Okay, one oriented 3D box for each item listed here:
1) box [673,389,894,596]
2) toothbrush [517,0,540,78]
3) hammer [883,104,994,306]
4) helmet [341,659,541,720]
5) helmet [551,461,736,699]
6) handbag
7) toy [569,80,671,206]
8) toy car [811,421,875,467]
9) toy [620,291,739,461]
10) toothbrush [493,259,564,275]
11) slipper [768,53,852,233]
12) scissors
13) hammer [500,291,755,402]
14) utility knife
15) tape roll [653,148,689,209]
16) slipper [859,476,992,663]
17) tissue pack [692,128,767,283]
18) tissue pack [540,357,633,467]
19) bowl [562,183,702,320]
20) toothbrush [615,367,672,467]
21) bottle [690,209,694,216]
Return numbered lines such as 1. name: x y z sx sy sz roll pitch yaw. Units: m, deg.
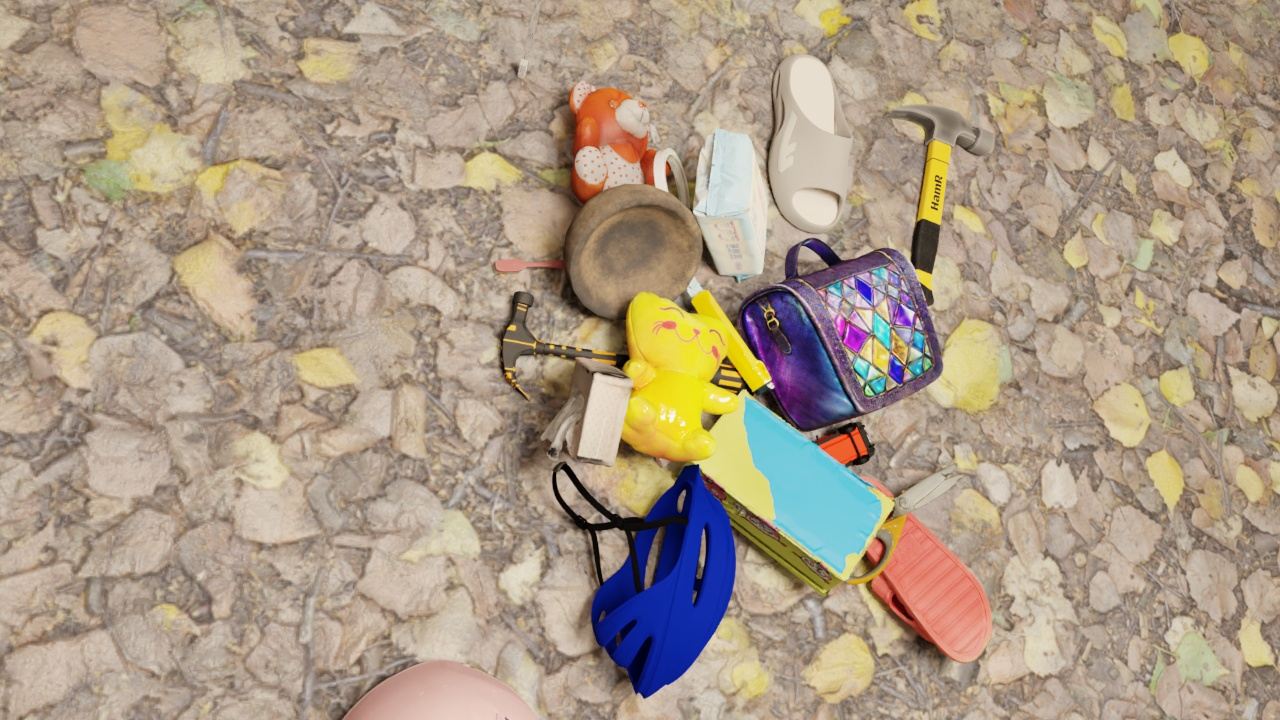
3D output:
1. box: 0.164 0.151 1.050 0.221 0.082 0.124 36 64 7
2. toothbrush: -0.128 -0.381 1.068 0.010 0.182 0.010 16 72 -10
3. hammer: 0.409 -0.221 1.303 0.169 0.034 0.323 18 71 -13
4. helmet: -0.167 0.412 0.848 0.229 0.153 0.255 -28 91 -28
5. helmet: -0.010 0.208 0.956 0.227 0.148 0.241 28 72 -14
6. handbag: 0.239 -0.043 1.114 0.204 0.126 0.222 -20 86 -35
7. toy: -0.027 -0.254 1.115 0.163 0.093 0.172 17 63 -42
8. toy car: 0.236 0.114 1.129 0.100 0.049 0.051 -25 93 -4
9. toy: 0.037 0.023 1.016 0.134 0.088 0.193 20 52 -17
10. toothbrush: -0.086 -0.114 1.100 0.184 0.016 0.015 -5 77 -24
11. slipper: 0.238 -0.308 1.236 0.112 0.081 0.265 9 72 -21
12. scissors: 0.299 0.173 1.114 0.227 0.016 0.134 -34 71 -23
13. hammer: -0.006 0.006 1.082 0.320 0.036 0.123 10 77 -16
14. utility knife: 0.091 -0.052 1.104 0.030 0.019 0.218 -34 85 4
15. tape roll: 0.039 -0.212 1.120 0.013 0.093 0.093 -9 74 21
16. slipper: 0.325 0.253 1.117 0.103 0.059 0.248 -29 70 -22
17. tissue pack: 0.113 -0.182 1.117 0.070 0.182 0.112 0 67 16
18. tissue pack: -0.057 0.053 0.955 0.071 0.181 0.104 13 94 -13
19. bowl: -0.015 -0.132 1.060 0.162 0.162 0.070 -5 37 -21
20. toothbrush: 0.000 0.066 1.058 0.016 0.022 0.135 -39 107 -30
21. bottle: 0.064 -0.167 1.159 0.030 0.030 0.112 38 66 -6
